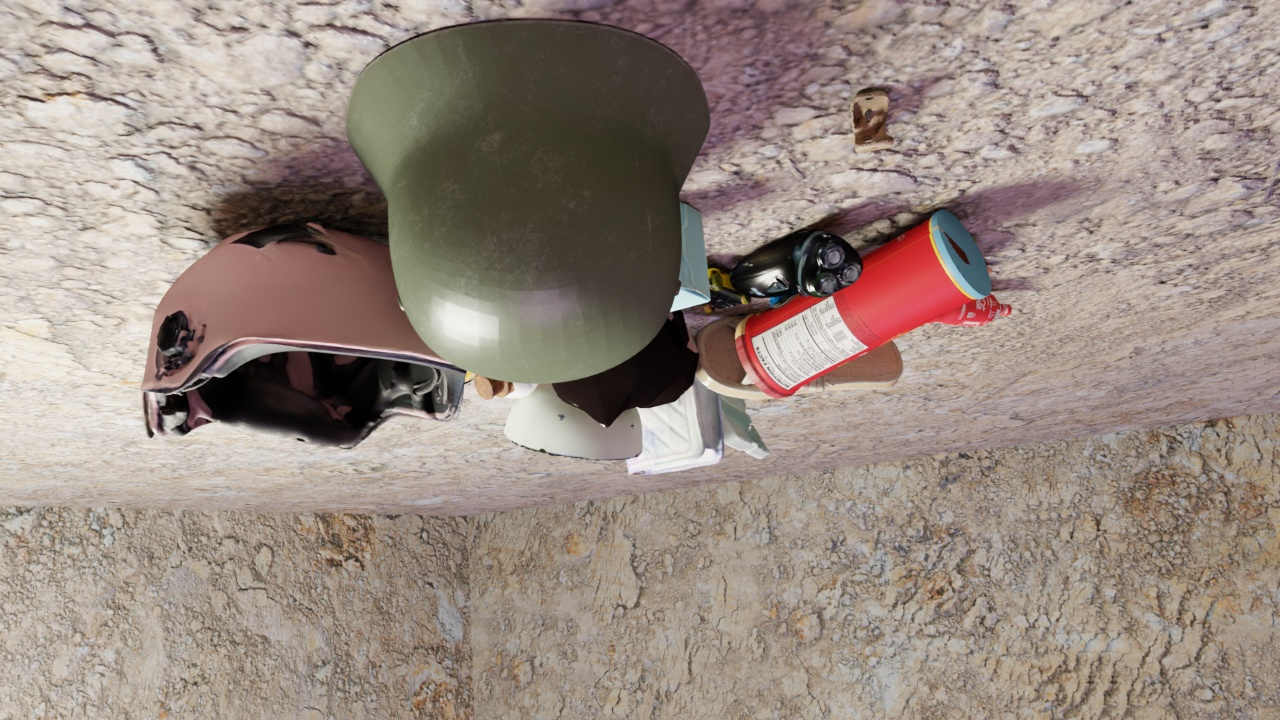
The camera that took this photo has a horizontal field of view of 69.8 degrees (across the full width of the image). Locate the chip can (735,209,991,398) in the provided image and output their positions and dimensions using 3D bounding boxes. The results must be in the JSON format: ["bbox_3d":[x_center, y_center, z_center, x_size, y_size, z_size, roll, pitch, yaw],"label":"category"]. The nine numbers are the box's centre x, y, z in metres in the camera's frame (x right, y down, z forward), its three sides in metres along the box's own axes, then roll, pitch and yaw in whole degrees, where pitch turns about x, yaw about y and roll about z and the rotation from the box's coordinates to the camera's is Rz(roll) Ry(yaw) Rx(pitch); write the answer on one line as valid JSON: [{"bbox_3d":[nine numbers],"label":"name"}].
[{"bbox_3d":[0.192,-0.045,0.817,0.214,0.087,0.087,-30,154,36],"label":"chip can"}]

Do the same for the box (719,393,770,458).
[{"bbox_3d":[0.119,0.060,1.210,0.044,0.136,0.197,-22,163,14],"label":"box"}]

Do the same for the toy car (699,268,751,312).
[{"bbox_3d":[0.067,-0.069,0.875,0.049,0.030,0.106,-11,168,29],"label":"toy car"}]

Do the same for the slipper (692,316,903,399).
[{"bbox_3d":[0.184,-0.008,1.023,0.262,0.115,0.052,0,147,-21],"label":"slipper"}]

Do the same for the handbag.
[{"bbox_3d":[0.031,0.053,1.109,0.127,0.158,0.069,-16,166,34],"label":"handbag"}]

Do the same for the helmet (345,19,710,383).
[{"bbox_3d":[-0.063,-0.066,0.575,0.227,0.153,0.268,-3,167,-5],"label":"helmet"}]

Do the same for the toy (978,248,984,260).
[{"bbox_3d":[0.275,-0.085,0.854,0.085,0.033,0.105,-22,146,24],"label":"toy"}]

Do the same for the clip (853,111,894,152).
[{"bbox_3d":[0.146,-0.141,0.584,0.026,0.060,0.049,-6,140,6],"label":"clip"}]

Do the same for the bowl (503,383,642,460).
[{"bbox_3d":[-0.069,0.057,1.007,0.153,0.073,0.153,9,-174,-1],"label":"bowl"}]

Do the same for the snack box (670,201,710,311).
[{"bbox_3d":[-0.029,-0.069,0.748,0.175,0.075,0.053,-13,165,34],"label":"snack box"}]

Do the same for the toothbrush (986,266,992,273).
[{"bbox_3d":[0.292,-0.092,0.895,0.134,0.017,0.022,0,170,-27],"label":"toothbrush"}]

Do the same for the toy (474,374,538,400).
[{"bbox_3d":[-0.125,0.002,0.960,0.087,0.067,0.112,-19,-174,47],"label":"toy"}]

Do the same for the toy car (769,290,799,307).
[{"bbox_3d":[0.188,-0.065,0.906,0.120,0.043,0.056,-7,167,23],"label":"toy car"}]

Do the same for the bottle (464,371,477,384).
[{"bbox_3d":[-0.179,-0.020,0.937,0.059,0.059,0.182,0,166,-19],"label":"bottle"}]

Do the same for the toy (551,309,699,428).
[{"bbox_3d":[-0.005,0.006,0.924,0.159,0.140,0.184,-16,165,24],"label":"toy"}]

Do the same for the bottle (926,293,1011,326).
[{"bbox_3d":[0.346,-0.059,0.990,0.141,0.042,0.042,2,165,-27],"label":"bottle"}]

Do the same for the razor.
[{"bbox_3d":[0.129,-0.074,0.800,0.053,0.063,0.141,36,154,-24],"label":"razor"}]

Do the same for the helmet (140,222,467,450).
[{"bbox_3d":[-0.250,-0.021,0.706,0.229,0.152,0.256,10,159,-39],"label":"helmet"}]
